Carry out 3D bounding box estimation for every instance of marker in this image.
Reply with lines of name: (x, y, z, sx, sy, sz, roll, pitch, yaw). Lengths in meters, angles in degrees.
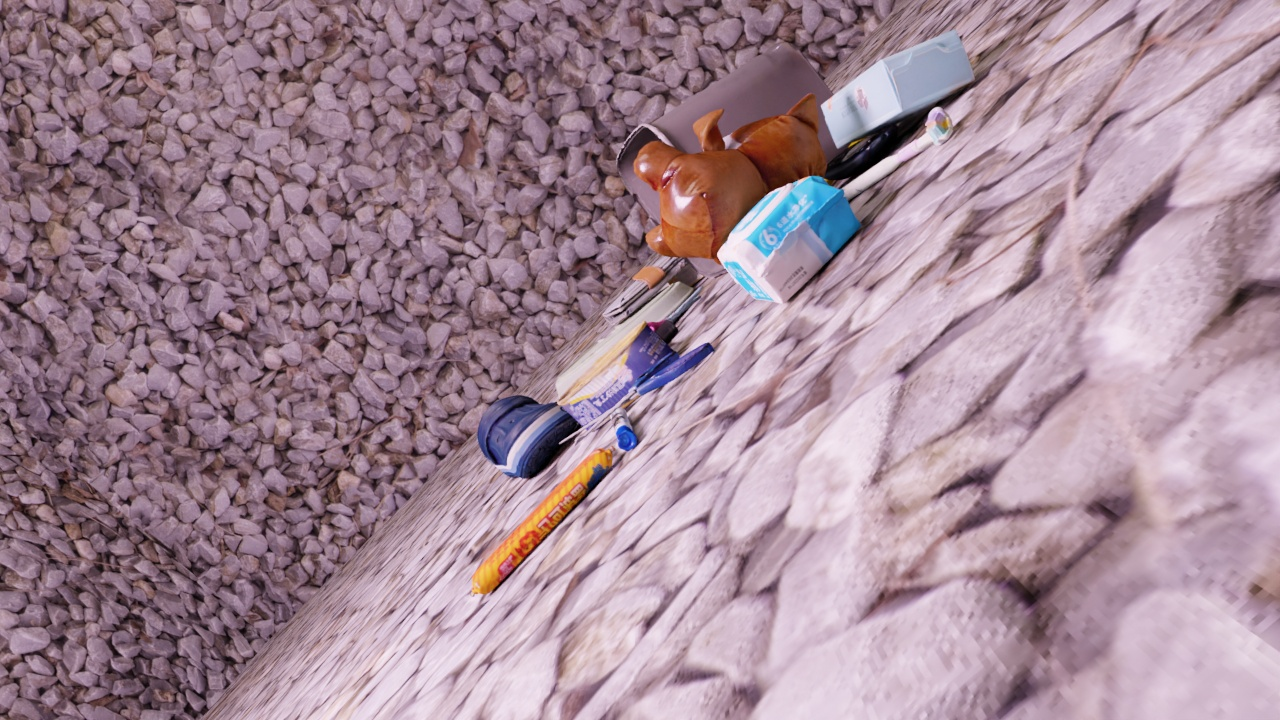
marker: (-0.016, 0.058, 0.803, 0.017, 0.017, 0.146, -45, 7, 1)
marker: (-0.006, 0.006, 1.039, 0.132, 0.020, 0.022, -47, 14, -11)

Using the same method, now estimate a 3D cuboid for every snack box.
snack box: (0.237, -0.252, 0.868, 0.074, 0.051, 0.175, -23, 4, -6)
snack box: (0.101, -0.153, 1.286, 0.086, 0.034, 0.141, -49, 6, -33)

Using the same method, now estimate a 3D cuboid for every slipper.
slipper: (-0.148, 0.085, 1.135, 0.105, 0.095, 0.253, -50, 4, -16)

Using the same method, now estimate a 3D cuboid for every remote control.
remote control: (0.214, -0.198, 0.894, 0.053, 0.024, 0.136, -40, 7, -6)

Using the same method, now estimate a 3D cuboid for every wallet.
wallet: (0.007, -0.106, 1.265, 0.129, 0.037, 0.107, -43, 6, -13)

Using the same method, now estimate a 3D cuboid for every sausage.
sausage: (-0.079, 0.129, 0.740, 0.165, 0.021, 0.021, -46, 7, -2)

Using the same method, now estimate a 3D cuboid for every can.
can: (-0.026, 0.019, 0.954, 0.149, 0.049, 0.074, -40, 9, 40)

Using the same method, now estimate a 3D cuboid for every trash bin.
trash bin: (0.120, -0.249, 1.124, 0.219, 0.199, 0.199, -41, 5, -14)

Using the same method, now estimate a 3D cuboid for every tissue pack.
tissue pack: (0.114, -0.098, 0.739, 0.090, 0.063, 0.140, -45, 6, 2)

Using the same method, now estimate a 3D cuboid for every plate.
plate: (-0.026, -0.030, 1.214, 0.230, 0.027, 0.230, -40, 5, 4)

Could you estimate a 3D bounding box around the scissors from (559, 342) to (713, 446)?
scissors: (-0.001, 0.027, 0.822, 0.163, 0.012, 0.175, -30, 7, 36)

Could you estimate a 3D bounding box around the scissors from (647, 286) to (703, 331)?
scissors: (0.031, -0.040, 1.094, 0.137, 0.017, 0.077, -38, -25, -36)

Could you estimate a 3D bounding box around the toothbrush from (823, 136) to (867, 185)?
toothbrush: (0.253, -0.251, 1.015, 0.189, 0.016, 0.016, -49, 8, -19)

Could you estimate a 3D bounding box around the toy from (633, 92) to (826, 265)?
toy: (0.092, -0.166, 0.852, 0.199, 0.140, 0.130, -27, 43, -19)

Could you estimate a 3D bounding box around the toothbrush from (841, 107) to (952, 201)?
toothbrush: (0.200, -0.161, 0.784, 0.020, 0.029, 0.190, -3, -11, -20)
